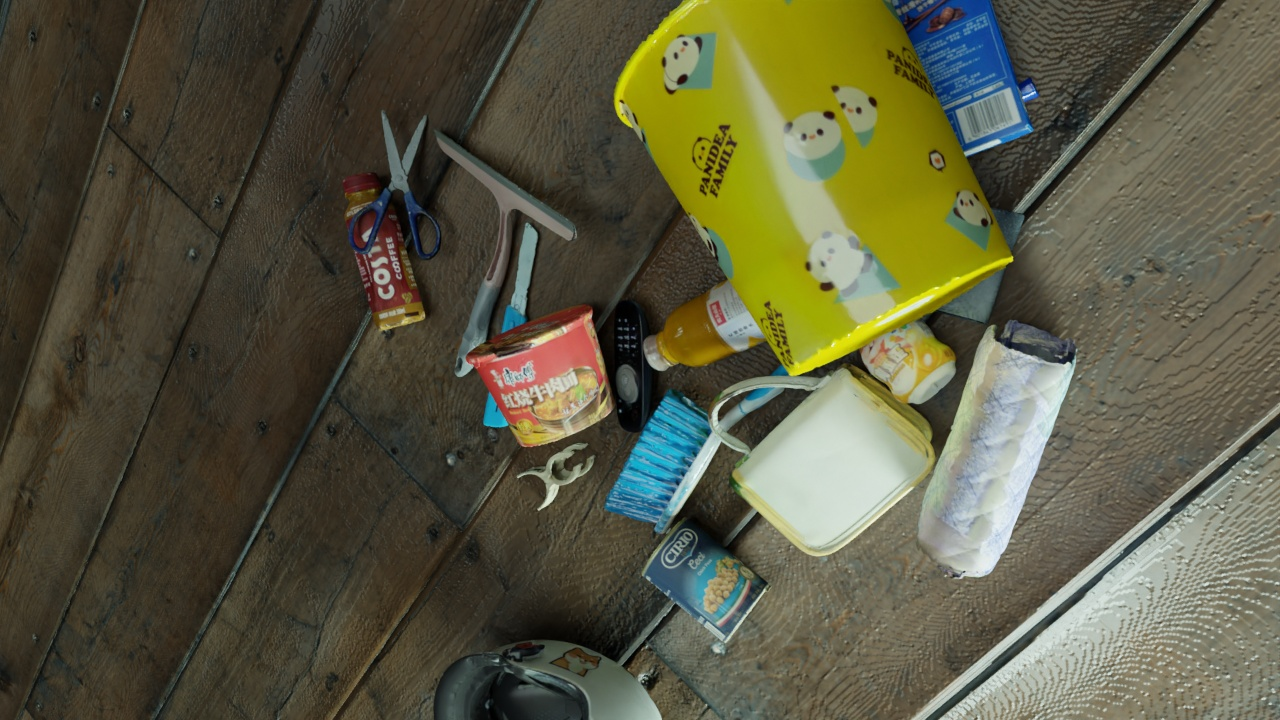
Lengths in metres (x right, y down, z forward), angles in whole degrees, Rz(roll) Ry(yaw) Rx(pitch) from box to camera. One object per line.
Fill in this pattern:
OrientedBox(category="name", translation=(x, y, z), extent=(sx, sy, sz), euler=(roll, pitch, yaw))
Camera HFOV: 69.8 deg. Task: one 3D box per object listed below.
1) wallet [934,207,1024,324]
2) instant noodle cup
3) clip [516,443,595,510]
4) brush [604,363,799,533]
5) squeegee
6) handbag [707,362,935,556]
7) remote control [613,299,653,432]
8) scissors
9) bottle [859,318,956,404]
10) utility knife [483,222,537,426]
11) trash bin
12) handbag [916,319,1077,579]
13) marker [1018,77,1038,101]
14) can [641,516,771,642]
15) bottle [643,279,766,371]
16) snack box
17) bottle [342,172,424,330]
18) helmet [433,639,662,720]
OrientedBox(category="wallet", translation=(0.250, -0.092, 0.782), extent=(0.121, 0.019, 0.097), euler=(18, 90, 23))
OrientedBox(category="instant noodle cup", translation=(-0.094, 0.017, 0.941), extent=(0.138, 0.137, 0.108), euler=(-15, 103, 29))
OrientedBox(category="clip", translation=(-0.093, 0.126, 1.016), extent=(0.100, 0.034, 0.071), euler=(-35, 86, 34))
OrientedBox(category="brush", translation=(0.071, 0.055, 0.895), extent=(0.109, 0.060, 0.315), euler=(33, 119, 10))
OrientedBox(category="squeegee", translation=(-0.165, -0.090, 0.998), extent=(0.248, 0.040, 0.250), euler=(38, 123, 33))
OrientedBox(category="handbag", translation=(0.155, 0.071, 0.839), extent=(0.178, 0.063, 0.164), euler=(40, 116, -4))
OrientedBox(category="remote control", translation=(-0.006, 0.005, 0.940), extent=(0.053, 0.024, 0.136), euler=(8, 101, 52))
OrientedBox(category="scissors", translation=(-0.262, -0.184, 1.010), extent=(0.164, 0.012, 0.162), euler=(44, 87, -3))
OrientedBox(category="bottle", translation=(0.221, -0.015, 0.804), extent=(0.108, 0.063, 0.063), euler=(51, 119, 25))
OrientedBox(category="utility knife", translation=(-0.140, -0.034, 1.011), extent=(0.034, 0.018, 0.238), euler=(20, 109, 23))
OrientedBox(category="trash bin", translation=(0.136, -0.141, 0.704), extent=(0.230, 0.229, 0.255), euler=(-31, 80, 29))
OrientedBox(category="handbag", translation=(0.287, 0.068, 0.748), extent=(0.076, 0.134, 0.194), euler=(19, 109, 21))
OrientedBox(category="marker", translation=(0.257, -0.193, 0.768), extent=(0.146, 0.016, 0.017), euler=(-24, 90, 30))
OrientedBox(category="can", translation=(0.067, 0.223, 0.931), extent=(0.111, 0.075, 0.075), euler=(37, 116, 15))
OrientedBox(category="bottle", translation=(0.087, -0.041, 0.862), extent=(0.190, 0.067, 0.068), euler=(-26, 89, 30))
OrientedBox(category="snack box", translation=(0.250, -0.243, 0.742), extent=(0.085, 0.026, 0.157), euler=(-18, 84, 31))
OrientedBox(category="bottle", translation=(-0.296, -0.124, 1.046), extent=(0.058, 0.057, 0.175), euler=(-12, 96, 29))
OrientedBox(category="helmet", translation=(-0.079, 0.405, 1.005), extent=(0.274, 0.156, 0.230), euler=(14, 110, 35))
